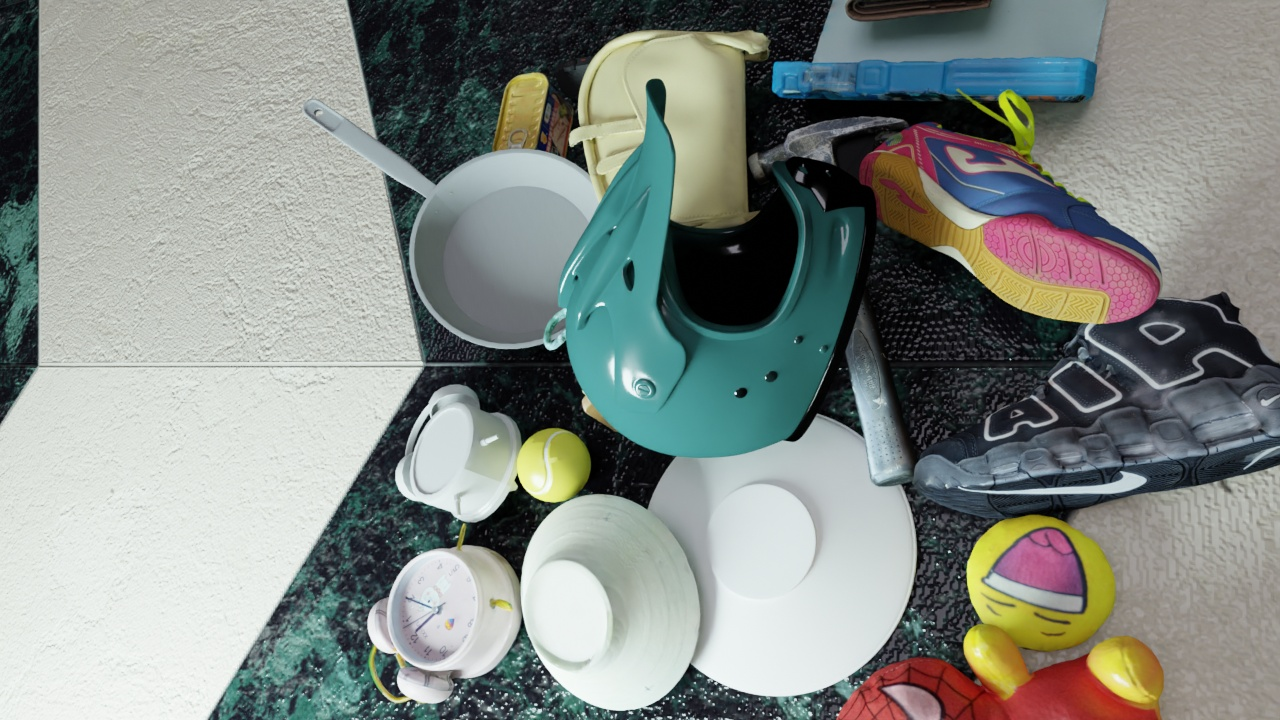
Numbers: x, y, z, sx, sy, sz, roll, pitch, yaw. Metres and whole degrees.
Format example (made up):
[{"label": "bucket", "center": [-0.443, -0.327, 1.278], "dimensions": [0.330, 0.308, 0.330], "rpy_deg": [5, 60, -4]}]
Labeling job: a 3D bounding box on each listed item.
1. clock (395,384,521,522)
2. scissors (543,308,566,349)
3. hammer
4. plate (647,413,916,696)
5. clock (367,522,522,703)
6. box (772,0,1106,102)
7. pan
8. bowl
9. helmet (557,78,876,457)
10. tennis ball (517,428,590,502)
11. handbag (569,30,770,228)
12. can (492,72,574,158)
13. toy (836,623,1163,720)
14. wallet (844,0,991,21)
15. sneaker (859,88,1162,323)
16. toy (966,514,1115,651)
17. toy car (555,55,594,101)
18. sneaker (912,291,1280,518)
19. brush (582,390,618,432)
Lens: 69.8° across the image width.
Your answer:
[{"label": "clock", "center": [-0.174, 0.087, 0.865], "dimensions": [0.159, 0.061, 0.120], "rpy_deg": [23, 86, 51]}, {"label": "scissors", "center": [-0.039, -0.047, 0.827], "dimensions": [0.130, 0.011, 0.125], "rpy_deg": [-22, 53, 17]}, {"label": "hammer", "center": [0.182, -0.059, 0.754], "dimensions": [0.141, 0.036, 0.325], "rpy_deg": [-17, 65, 22]}, {"label": "plate", "center": [0.099, 0.145, 0.729], "dimensions": [0.230, 0.030, 0.229], "rpy_deg": [-9, 69, 24]}, {"label": "clock", "center": [-0.182, 0.236, 0.822], "dimensions": [0.158, 0.058, 0.117], "rpy_deg": [-46, 59, 6]}, {"label": "box", "center": [0.255, -0.254, 0.781], "dimensions": [0.244, 0.070, 0.170], "rpy_deg": [10, 45, 29]}, {"label": "pan", "center": [-0.184, -0.150, 0.894], "dimensions": [0.356, 0.051, 0.200], "rpy_deg": [34, 81, 10]}, {"label": "bowl", "center": [-0.043, 0.199, 0.738], "dimensions": [0.177, 0.057, 0.176], "rpy_deg": [-1, 89, 31]}, {"label": "helmet", "center": [0.041, -0.054, 0.681], "dimensions": [0.200, 0.275, 0.176], "rpy_deg": [10, 34, -9]}, {"label": "tennis ball", "center": [-0.077, 0.093, 0.814], "dimensions": [0.065, 0.065, 0.065], "rpy_deg": [-9, 69, 24]}, {"label": "handbag", "center": [0.030, -0.196, 0.828], "dimensions": [0.191, 0.088, 0.232], "rpy_deg": [-13, 70, 38]}, {"label": "can", "center": [-0.110, -0.238, 0.949], "dimensions": [0.054, 0.059, 0.099], "rpy_deg": [2, 73, 27]}, {"label": "toy", "center": [0.228, 0.251, 0.590], "dimensions": [0.217, 0.099, 0.147], "rpy_deg": [-15, 61, 20]}, {"label": "wallet", "center": [0.247, -0.326, 0.795], "dimensions": [0.121, 0.027, 0.098], "rpy_deg": [5, 40, 27]}, {"label": "sneaker", "center": [0.268, -0.115, 0.652], "dimensions": [0.091, 0.116, 0.242], "rpy_deg": [-35, 47, -15]}, {"label": "toy", "center": [0.274, 0.153, 0.633], "dimensions": [0.096, 0.041, 0.094], "rpy_deg": [14, 76, 32]}, {"label": "toy car", "center": [-0.044, -0.296, 0.948], "dimensions": [0.092, 0.042, 0.036], "rpy_deg": [3, 49, 28]}, {"label": "sneaker", "center": [0.308, 0.017, 0.638], "dimensions": [0.253, 0.097, 0.150], "rpy_deg": [-15, 61, 20]}, {"label": "brush", "center": [-0.005, 0.005, 0.820], "dimensions": [0.117, 0.049, 0.039], "rpy_deg": [-54, 41, 1]}]
